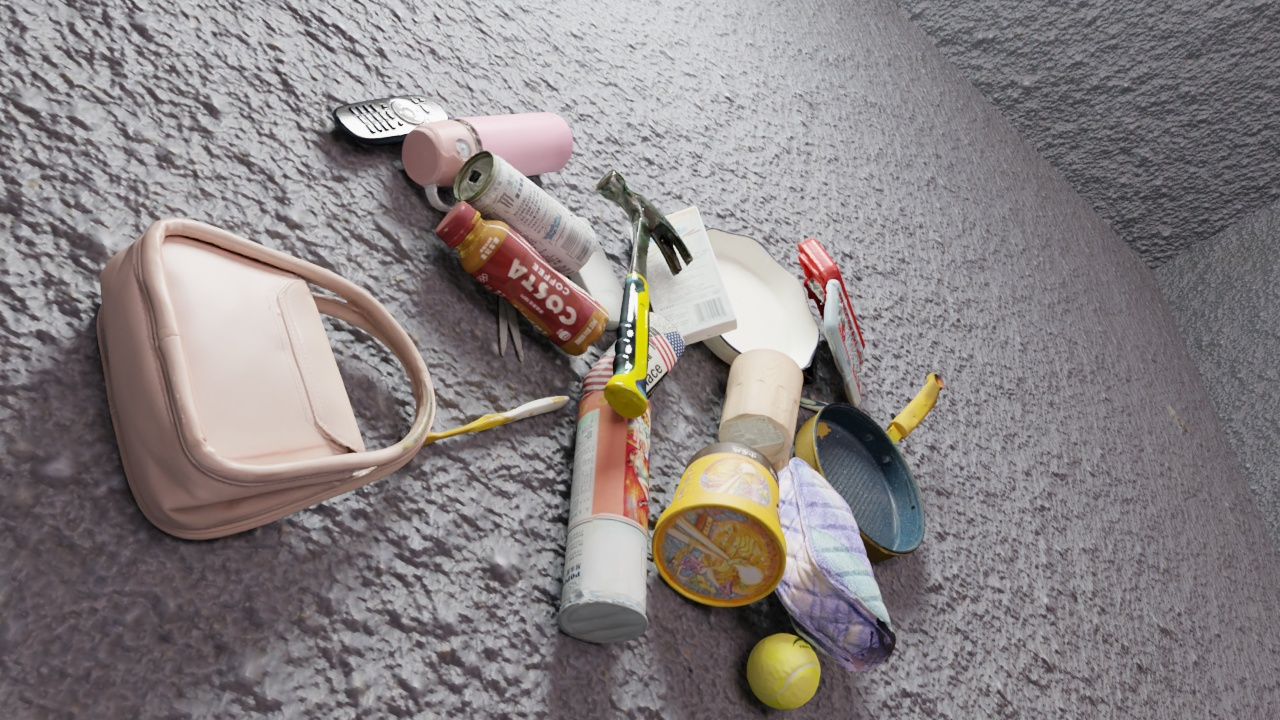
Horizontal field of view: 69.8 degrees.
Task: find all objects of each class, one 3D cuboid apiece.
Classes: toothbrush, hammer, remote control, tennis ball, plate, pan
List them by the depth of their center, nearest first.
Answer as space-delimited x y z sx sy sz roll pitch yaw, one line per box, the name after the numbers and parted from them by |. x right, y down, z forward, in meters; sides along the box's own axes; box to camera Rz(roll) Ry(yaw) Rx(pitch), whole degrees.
-0.127 0.048 0.782 0.190 0.016 0.018 -14 63 -51 | toothbrush
0.128 0.279 0.823 0.065 0.066 0.065 28 43 -30 | tennis ball
-0.239 -0.228 0.880 0.053 0.024 0.136 45 35 8 | remote control
-0.001 -0.064 0.899 0.126 0.032 0.322 38 33 -25 | hammer
-0.053 -0.093 0.975 0.056 0.019 0.135 -9 68 -50 | remote control
0.127 -0.066 1.114 0.204 0.046 0.204 22 49 -28 | plate
0.195 0.047 1.129 0.191 0.018 0.016 17 50 -38 | toothbrush
0.312 0.107 1.153 0.197 0.078 0.356 53 36 -1 | pan

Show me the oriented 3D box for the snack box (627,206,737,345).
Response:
0.046 -0.093 1.031 0.027 0.085 0.156 67 6 -64 | snack box

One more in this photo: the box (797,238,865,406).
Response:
0.254 -0.048 1.182 0.201 0.058 0.161 54 21 -52 | box

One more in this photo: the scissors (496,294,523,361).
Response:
-0.139 -0.079 0.878 0.133 0.012 0.172 40 39 -19 | scissors

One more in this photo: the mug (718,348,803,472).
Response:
0.139 0.066 1.013 0.125 0.084 0.103 63 29 -33 | mug

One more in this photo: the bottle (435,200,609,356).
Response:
-0.109 -0.076 0.850 0.175 0.058 0.057 40 38 -22 | bottle

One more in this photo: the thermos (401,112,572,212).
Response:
-0.150 -0.205 0.932 0.198 0.067 0.087 -28 111 -54 | thermos

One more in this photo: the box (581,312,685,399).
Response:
-0.008 0.008 0.925 0.068 0.052 0.163 57 42 -12 | box

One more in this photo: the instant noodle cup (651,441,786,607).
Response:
0.078 0.144 0.845 0.118 0.119 0.114 43 29 -12 | instant noodle cup

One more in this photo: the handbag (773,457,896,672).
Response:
0.176 0.195 0.904 0.134 0.076 0.193 43 21 -19 | handbag

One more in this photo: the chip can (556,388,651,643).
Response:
-0.027 0.124 0.779 0.071 0.071 0.214 30 41 -28 | chip can

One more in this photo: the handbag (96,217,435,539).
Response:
-0.238 0.012 0.640 0.233 0.094 0.193 2 58 -52 | handbag

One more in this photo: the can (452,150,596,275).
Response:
-0.109 -0.140 0.887 0.146 0.058 0.058 34 39 -43 | can

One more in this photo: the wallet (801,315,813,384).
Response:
0.188 -0.037 1.192 0.096 0.020 0.122 30 43 -20 | wallet
